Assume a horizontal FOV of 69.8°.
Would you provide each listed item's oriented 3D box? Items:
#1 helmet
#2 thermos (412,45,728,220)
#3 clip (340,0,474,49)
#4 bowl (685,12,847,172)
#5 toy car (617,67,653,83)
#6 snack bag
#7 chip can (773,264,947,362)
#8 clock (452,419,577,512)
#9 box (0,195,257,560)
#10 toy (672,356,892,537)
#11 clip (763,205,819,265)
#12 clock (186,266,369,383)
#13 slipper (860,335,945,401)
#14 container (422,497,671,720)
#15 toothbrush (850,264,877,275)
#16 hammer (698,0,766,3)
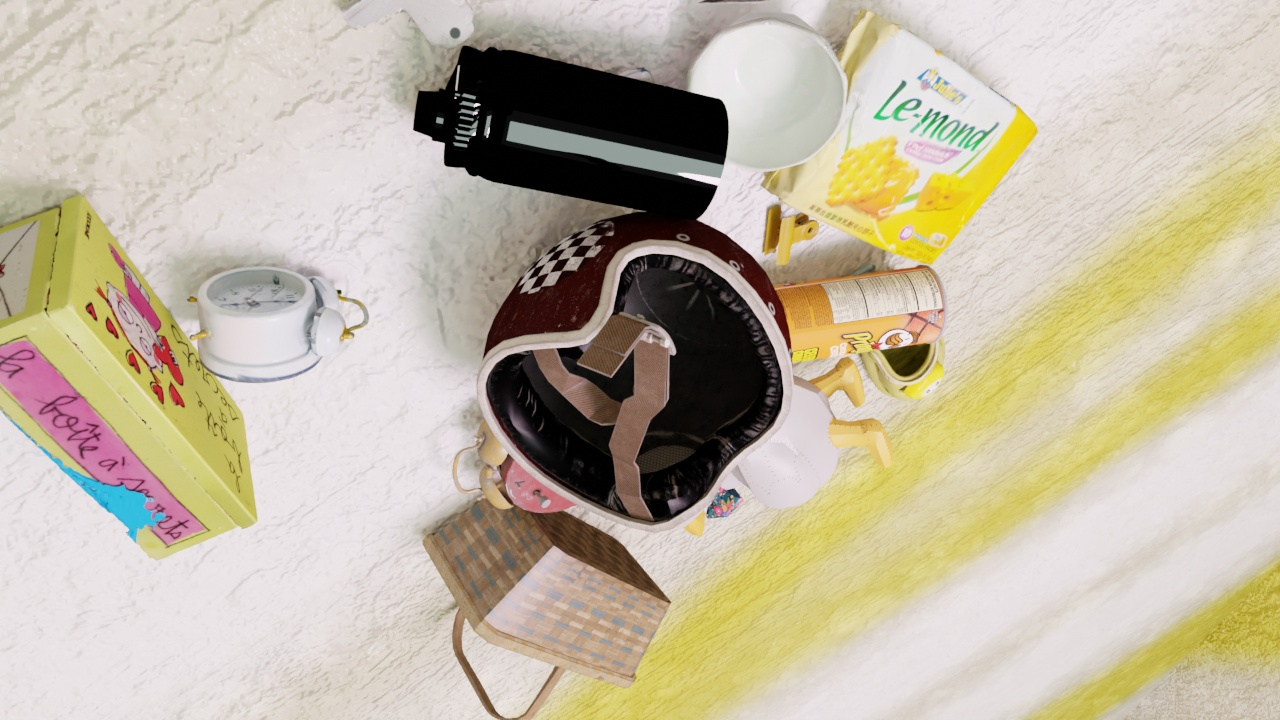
[{"bbox_3d":[-0.005,0.004,0.686,0.252,0.234,0.233,-54,130,-36],"label":"helmet"},{"bbox_3d":[-0.049,-0.155,0.618,0.198,0.086,0.086,8,125,-18],"label":"thermos"},{"bbox_3d":[-0.128,-0.222,0.569,0.102,0.046,0.056,-35,124,4],"label":"clip"},{"bbox_3d":[0.094,-0.205,0.679,0.117,0.061,0.118,7,133,7],"label":"bowl"},{"bbox_3d":[-0.003,-0.175,0.689,0.038,0.027,0.090,-26,137,-10],"label":"toy car"},{"bbox_3d":[0.221,-0.181,0.783,0.247,0.068,0.160,15,119,-38],"label":"snack bag"},{"bbox_3d":[0.167,-0.038,0.849,0.215,0.075,0.075,-8,132,-11],"label":"chip can"},{"bbox_3d":[-0.092,0.088,0.835,0.158,0.081,0.117,-13,133,-20],"label":"clock"},{"bbox_3d":[-0.341,0.020,0.604,0.082,0.124,0.221,-24,135,-6],"label":"box"},{"bbox_3d":[0.105,0.088,0.914,0.268,0.140,0.247,-21,146,8],"label":"toy"},{"bbox_3d":[0.138,-0.114,0.824,0.049,0.044,0.054,1,130,1],"label":"clip"},{"bbox_3d":[-0.251,-0.027,0.642,0.117,0.083,0.057,-6,125,-24],"label":"clock"},{"bbox_3d":[0.281,-0.015,0.960,0.091,0.081,0.190,-39,134,3],"label":"slipper"},{"bbox_3d":[-0.109,0.257,0.929,0.186,0.157,0.250,-50,135,2],"label":"container"},{"bbox_3d":[0.159,-0.044,0.909,0.180,0.016,0.016,-33,137,-1],"label":"toothbrush"},{"bbox_3d":[0.074,-0.357,0.490,0.037,0.217,0.301,8,126,22],"label":"hammer"}]
